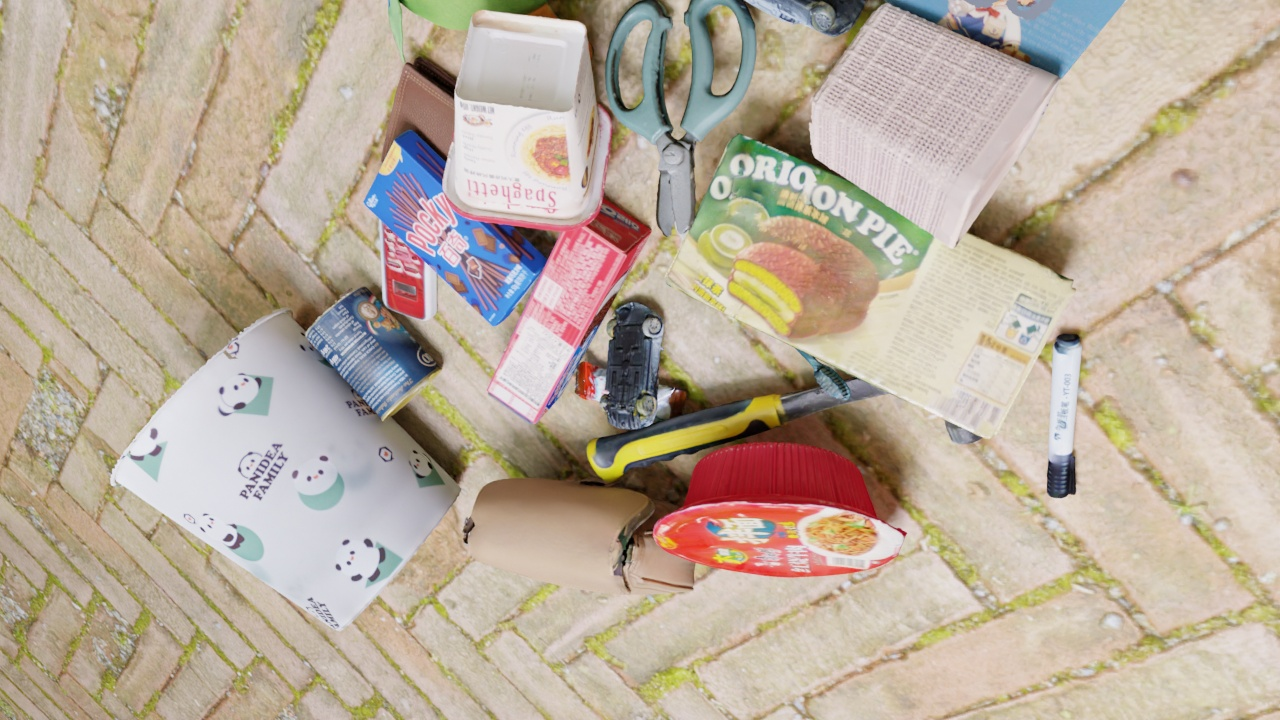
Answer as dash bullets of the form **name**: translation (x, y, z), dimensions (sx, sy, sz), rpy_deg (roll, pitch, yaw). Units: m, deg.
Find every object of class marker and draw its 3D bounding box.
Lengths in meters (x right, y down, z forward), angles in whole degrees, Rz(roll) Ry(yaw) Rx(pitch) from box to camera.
- **marker**: translation (0.300, 0.041, 0.648), dimensions (0.023, 0.018, 0.131), rpy_deg (0, 119, 18)

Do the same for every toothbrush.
- **toothbrush**: translation (0.087, -0.040, 0.682), dimensions (0.191, 0.018, 0.016), rpy_deg (48, 117, 17)

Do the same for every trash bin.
- **trash bin**: translation (-0.331, 0.115, 0.907), dimensions (0.252, 0.228, 0.230), rpy_deg (42, 129, -7)

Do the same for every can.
- **can**: translation (-0.255, -0.008, 0.877), dimensions (0.111, 0.075, 0.076), rpy_deg (48, 128, -4)

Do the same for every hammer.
- **hammer**: translation (0.095, 0.040, 0.731), dimensions (0.324, 0.031, 0.126), rpy_deg (-18, 107, 29)

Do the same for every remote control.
- **remote control**: translation (-0.212, -0.101, 0.835), dimensions (0.056, 0.020, 0.136), rpy_deg (20, 125, 17)

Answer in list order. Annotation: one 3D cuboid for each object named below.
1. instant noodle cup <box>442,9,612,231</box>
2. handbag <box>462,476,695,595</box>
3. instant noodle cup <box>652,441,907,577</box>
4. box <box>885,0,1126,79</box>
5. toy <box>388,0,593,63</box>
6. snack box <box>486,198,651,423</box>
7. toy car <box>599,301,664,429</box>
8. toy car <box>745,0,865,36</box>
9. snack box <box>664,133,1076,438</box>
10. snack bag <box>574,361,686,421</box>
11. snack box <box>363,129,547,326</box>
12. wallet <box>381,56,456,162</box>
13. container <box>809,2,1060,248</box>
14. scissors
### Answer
- **instant noodle cup**: translation (-0.079, -0.166, 0.636), dimensions (0.116, 0.116, 0.124), rpy_deg (7, 157, 0)
- **handbag**: translation (-0.051, 0.154, 0.829), dimensions (0.205, 0.147, 0.099), rpy_deg (4, 82, 24)
- **instant noodle cup**: translation (0.108, 0.117, 0.727), dimensions (0.194, 0.065, 0.194), rpy_deg (6, 153, 3)
- **box**: translation (0.179, -0.235, 0.505), dimensions (0.184, 0.059, 0.090), rpy_deg (30, 157, 8)
- **toy**: translation (-0.093, -0.299, 0.612), dimensions (0.247, 0.089, 0.227), rpy_deg (-13, 117, 39)
- **snack box**: translation (-0.065, -0.038, 0.771), dimensions (0.058, 0.057, 0.208), rpy_deg (34, 128, 3)
- **toy car**: translation (-0.005, 0.004, 0.760), dimensions (0.049, 0.031, 0.105), rpy_deg (2, 85, 39)
- **toy car**: translation (0.097, -0.234, 0.580), dimensions (0.090, 0.042, 0.034), rpy_deg (31, 155, 13)
- **snack box**: translation (0.147, -0.050, 0.618), dimensions (0.240, 0.063, 0.114), rpy_deg (26, 96, 12)
- **snack bag**: translation (-0.009, 0.030, 0.800), dimensions (0.105, 0.026, 0.045), rpy_deg (16, 125, 15)
- **snack box**: translation (-0.156, -0.108, 0.766), dimensions (0.157, 0.026, 0.085), rpy_deg (44, 136, -3)
- **wallet**: translation (-0.153, -0.174, 0.756), dimensions (0.124, 0.032, 0.101), rpy_deg (35, 131, 7)
- **container**: translation (0.167, -0.140, 0.546), dimensions (0.111, 0.090, 0.090), rpy_deg (34, 87, 16)
- **scissors**: translation (0.036, -0.167, 0.616), dimensions (0.139, 0.019, 0.180), rpy_deg (-12, 80, 26)
